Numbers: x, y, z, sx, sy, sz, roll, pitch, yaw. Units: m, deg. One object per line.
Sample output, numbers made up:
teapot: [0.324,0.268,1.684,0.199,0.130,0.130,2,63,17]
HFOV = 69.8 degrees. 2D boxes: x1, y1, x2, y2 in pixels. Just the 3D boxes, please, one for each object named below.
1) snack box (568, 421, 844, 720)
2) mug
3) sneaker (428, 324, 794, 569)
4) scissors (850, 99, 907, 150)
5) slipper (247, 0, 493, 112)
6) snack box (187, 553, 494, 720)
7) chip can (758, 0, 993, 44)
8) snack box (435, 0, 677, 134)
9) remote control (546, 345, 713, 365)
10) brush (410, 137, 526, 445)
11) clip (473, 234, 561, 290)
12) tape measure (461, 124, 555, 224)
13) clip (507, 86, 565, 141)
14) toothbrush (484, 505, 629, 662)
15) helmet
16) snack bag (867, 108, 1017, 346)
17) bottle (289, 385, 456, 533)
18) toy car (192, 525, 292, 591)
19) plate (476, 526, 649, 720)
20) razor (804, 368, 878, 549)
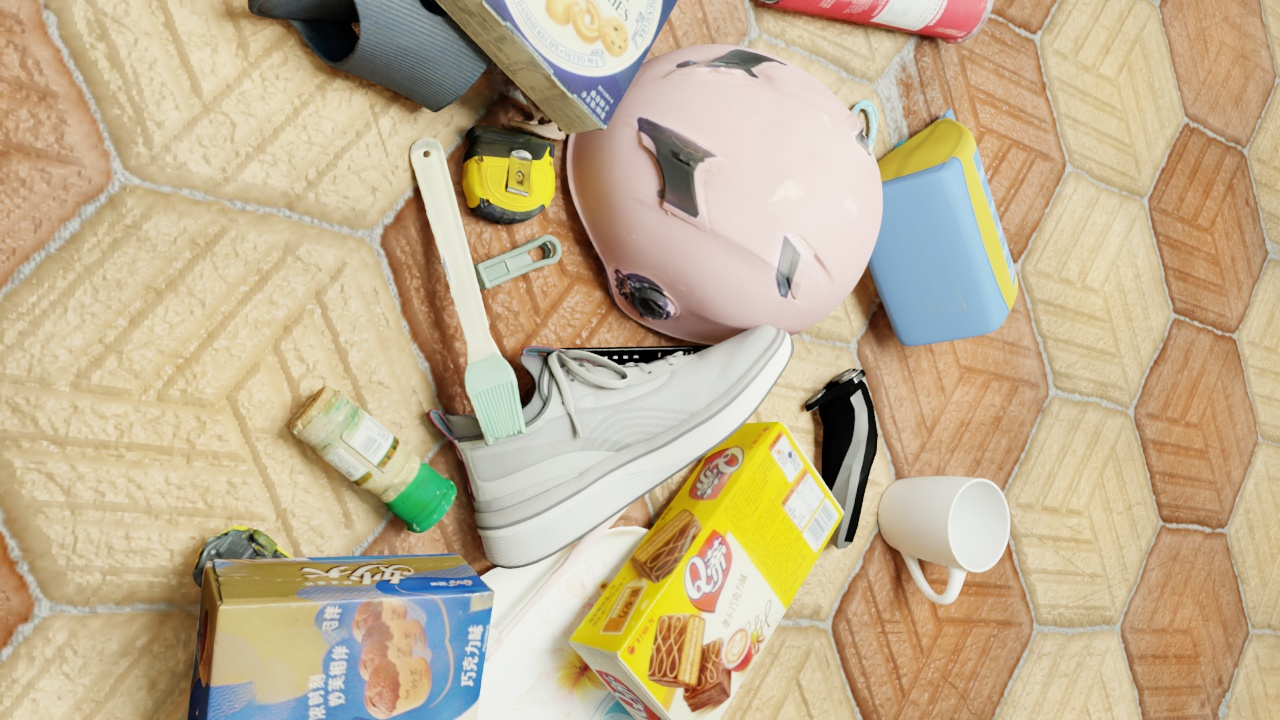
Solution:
snack box: [0.058,0.161,0.699,0.229,0.062,0.110,-49,115,-31]
mug: [0.267,0.160,0.828,0.081,0.088,0.114,20,78,-29]
sneaker: [-0.018,0.028,0.647,0.263,0.097,0.128,-31,94,-8]
scissors: [0.222,-0.167,0.857,0.114,0.013,0.140,13,81,-33]
slipper: [-0.114,-0.210,0.605,0.263,0.101,0.082,-9,92,-34]
snack box: [-0.183,0.224,0.545,0.154,0.069,0.203,6,97,-30]
chip can: [0.209,-0.335,0.819,0.232,0.073,0.073,-3,90,-30]
snack box: [-0.048,-0.245,0.574,0.144,0.043,0.144,40,69,-37]
remote control: [-0.004,0.004,0.696,0.140,0.009,0.030,-1,114,-21]
brush: [-0.119,-0.051,0.615,0.033,0.012,0.217,-18,80,1]
clip: [-0.096,-0.069,0.661,0.078,0.049,0.023,-32,107,-45]
tape measure: [-0.092,-0.129,0.650,0.065,0.037,0.064,8,84,-31]
clip: [-0.073,-0.169,0.660,0.039,0.024,0.060,-66,152,-13]
toothbrush: [-0.055,0.143,0.656,0.180,0.016,0.018,-44,103,-24]
helmet: [0.075,-0.128,0.694,0.255,0.153,0.229,38,73,-18]
snack bag: [0.284,-0.130,0.845,0.204,0.102,0.159,-47,118,-46]
bottle: [-0.173,0.065,0.594,0.111,0.043,0.043,45,67,-21]
toy car: [-0.225,0.141,0.564,0.049,0.030,0.107,-49,121,-15]
plate: [-0.047,0.226,0.678,0.186,0.016,0.187,-13,95,-31]
razor: [0.179,0.086,0.802,0.060,0.057,0.156,-6,91,0]
